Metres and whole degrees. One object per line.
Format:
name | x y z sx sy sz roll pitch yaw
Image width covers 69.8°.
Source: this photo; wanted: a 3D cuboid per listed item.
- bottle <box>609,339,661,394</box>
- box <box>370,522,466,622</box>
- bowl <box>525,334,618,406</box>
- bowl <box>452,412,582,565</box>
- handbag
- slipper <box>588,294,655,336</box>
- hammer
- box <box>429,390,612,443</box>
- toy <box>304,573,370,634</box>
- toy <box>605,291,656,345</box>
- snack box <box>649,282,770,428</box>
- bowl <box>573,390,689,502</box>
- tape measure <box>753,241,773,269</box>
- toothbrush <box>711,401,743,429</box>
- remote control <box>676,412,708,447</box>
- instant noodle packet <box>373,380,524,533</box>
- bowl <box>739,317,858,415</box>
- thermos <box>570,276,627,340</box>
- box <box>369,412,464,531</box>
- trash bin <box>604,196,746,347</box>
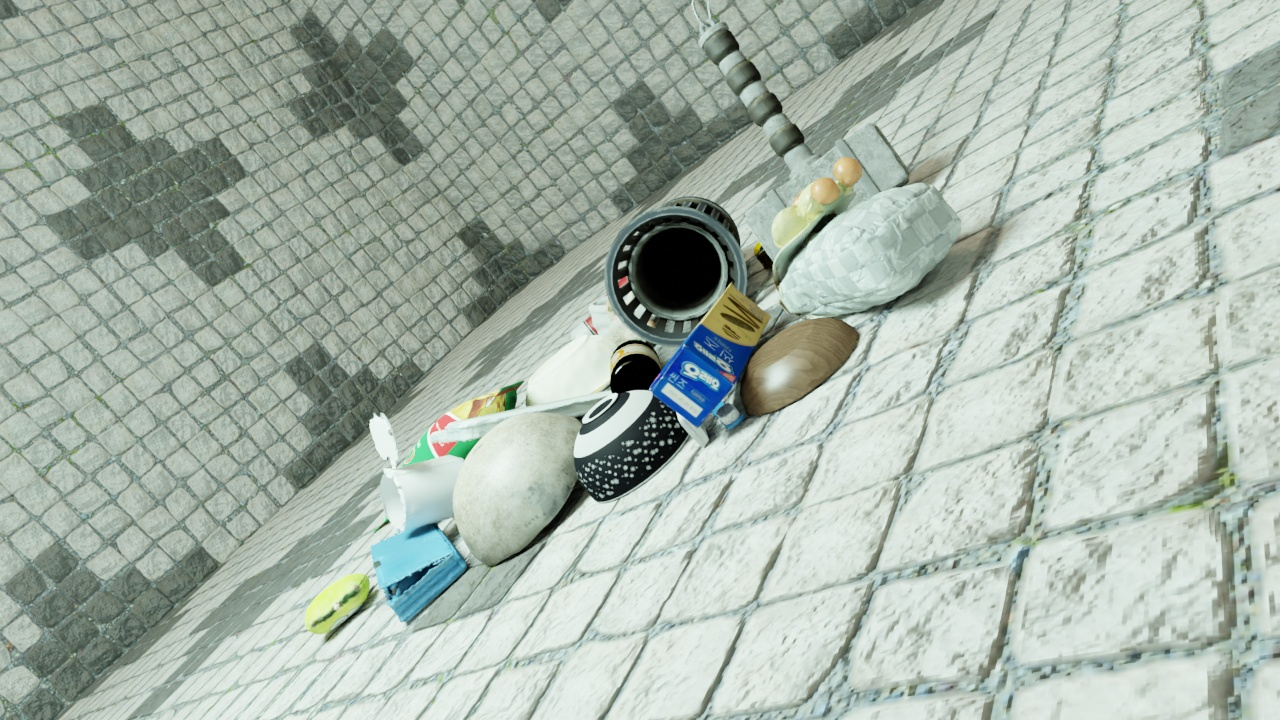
bottle | -0.006 0.006 1.083 0.059 0.059 0.181 -37 12 7
box | -0.262 0.226 1.051 0.093 0.052 0.232 -41 12 -14
bowl | -0.101 0.020 1.316 0.187 0.060 0.220 -47 15 -32
bowl | -0.139 0.116 0.947 0.179 0.081 0.178 -44 20 20
handbag | 0.184 -0.108 0.788 0.112 0.123 0.172 -36 5 -14
slipper | 0.035 -0.113 1.363 0.247 0.074 0.112 -28 30 11
hammer | 0.148 -0.280 1.052 0.177 0.326 0.079 -35 -5 17
box | -0.140 0.069 1.113 0.208 0.037 0.189 -11 1 -24
toy | -0.375 0.298 1.140 0.092 0.046 0.115 -41 5 -14
toy | -0.007 -0.051 1.270 0.074 0.085 0.106 -11 32 -8
snack box | 0.070 -0.011 0.846 0.057 0.056 0.206 -51 -1 25
bowl | -0.018 0.069 0.868 0.120 0.066 0.120 -37 12 9
tape measure | 0.175 -0.149 1.169 0.066 0.037 0.064 -35 13 17
toothbrush | 0.067 0.039 0.853 0.016 0.014 0.166 -39 11 -2
remote control | 0.044 0.042 0.847 0.012 0.033 0.130 -39 15 9
instant noodle packet | -0.259 0.127 1.277 0.253 0.090 0.195 -48 0 2
bowl | 0.128 -0.002 0.785 0.118 0.030 0.117 -37 12 9
thermos | -0.010 -0.099 1.448 0.240 0.073 0.073 -39 12 1
box | -0.260 0.124 1.106 0.106 0.150 0.080 -14 14 -36
trash bin | 0.055 -0.127 1.169 0.164 0.164 0.227 -35 9 16
